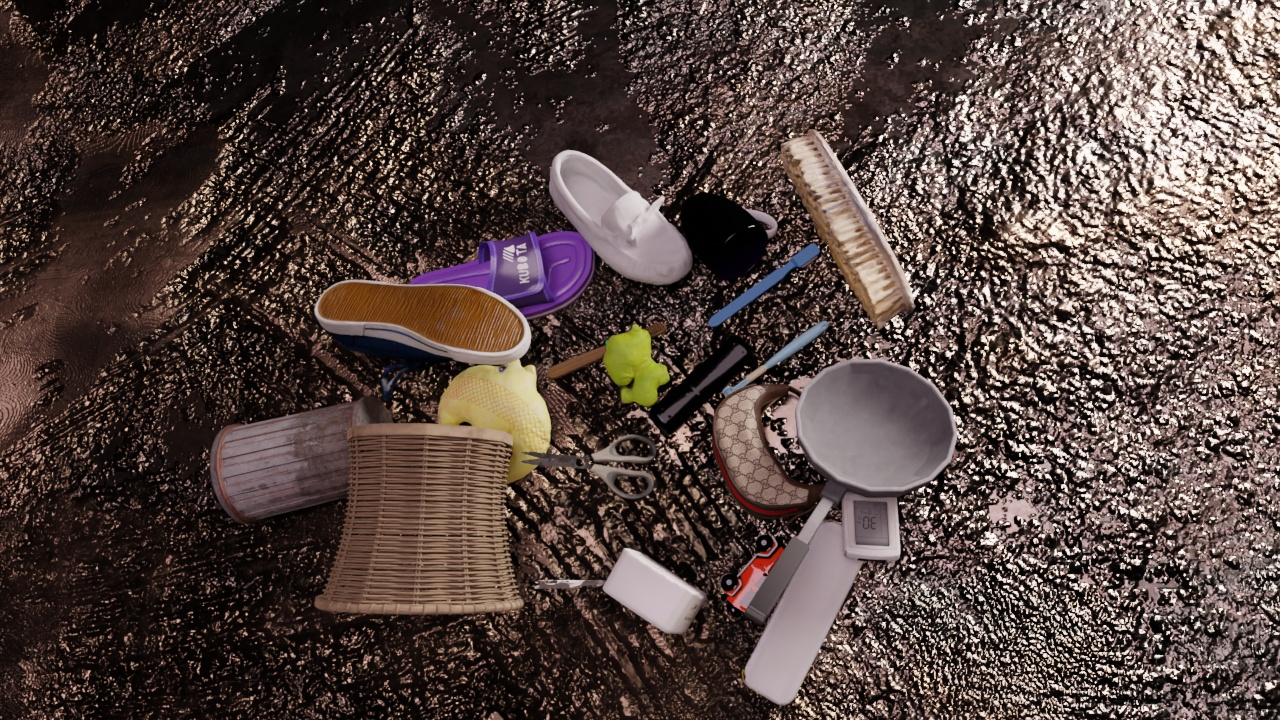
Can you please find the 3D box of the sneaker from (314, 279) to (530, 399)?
[{"bbox_3d":[-0.272,-0.022,1.188,0.295,0.127,0.120,8,55,18],"label":"sneaker"}]

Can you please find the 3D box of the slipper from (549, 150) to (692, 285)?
[{"bbox_3d":[-0.028,-0.189,1.197,0.112,0.074,0.247,-44,69,-6],"label":"slipper"}]

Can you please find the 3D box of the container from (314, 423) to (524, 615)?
[{"bbox_3d":[-0.245,0.180,1.046,0.227,0.227,0.196,-2,79,13],"label":"container"}]

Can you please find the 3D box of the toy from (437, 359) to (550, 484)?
[{"bbox_3d":[-0.184,0.068,1.167,0.170,0.064,0.155,28,96,24],"label":"toy"}]

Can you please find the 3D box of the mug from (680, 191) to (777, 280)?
[{"bbox_3d":[0.113,-0.169,1.164,0.118,0.085,0.100,-21,53,-25],"label":"mug"}]

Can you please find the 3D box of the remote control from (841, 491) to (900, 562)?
[{"bbox_3d":[0.257,0.160,1.032,0.060,0.025,0.138,3,59,5],"label":"remote control"}]

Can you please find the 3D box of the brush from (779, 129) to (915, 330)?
[{"bbox_3d":[0.250,-0.163,1.119,0.057,0.083,0.271,-26,70,4],"label":"brush"}]

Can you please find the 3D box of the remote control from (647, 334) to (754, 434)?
[{"bbox_3d":[0.074,0.029,1.137,0.152,0.020,0.041,-42,70,-3],"label":"remote control"}]

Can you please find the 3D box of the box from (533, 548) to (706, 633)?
[{"bbox_3d":[-0.020,0.252,1.047,0.191,0.110,0.083,12,76,18],"label":"box"}]

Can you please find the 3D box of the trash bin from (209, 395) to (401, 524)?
[{"bbox_3d":[-0.431,0.127,1.172,0.211,0.131,0.130,-13,71,8],"label":"trash bin"}]

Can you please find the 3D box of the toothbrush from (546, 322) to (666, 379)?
[{"bbox_3d":[-0.044,-0.013,1.181,0.167,0.016,0.016,-23,69,7],"label":"toothbrush"}]

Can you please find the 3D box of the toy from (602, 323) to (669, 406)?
[{"bbox_3d":[-0.007,0.007,1.152,0.093,0.036,0.094,29,93,6],"label":"toy"}]

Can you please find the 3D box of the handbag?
[{"bbox_3d":[0.161,0.107,1.075,0.138,0.063,0.166,-20,68,-4],"label":"handbag"}]

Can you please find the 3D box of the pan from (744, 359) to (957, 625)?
[{"bbox_3d":[0.213,0.140,0.999,0.179,0.041,0.356,28,59,22],"label":"pan"}]

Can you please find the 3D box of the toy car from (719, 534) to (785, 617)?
[{"bbox_3d":[0.132,0.244,1.041,0.049,0.051,0.100,41,87,24],"label":"toy car"}]

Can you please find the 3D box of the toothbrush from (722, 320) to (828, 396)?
[{"bbox_3d":[0.167,-0.001,1.126,0.155,0.016,0.022,-37,101,1],"label":"toothbrush"}]

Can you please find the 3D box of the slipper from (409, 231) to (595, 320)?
[{"bbox_3d":[-0.195,-0.109,1.209,0.267,0.084,0.107,-13,71,9],"label":"slipper"}]

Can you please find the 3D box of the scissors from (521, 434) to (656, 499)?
[{"bbox_3d":[-0.060,0.135,1.117,0.169,0.013,0.131,-23,76,-13],"label":"scissors"}]

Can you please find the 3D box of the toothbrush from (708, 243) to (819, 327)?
[{"bbox_3d":[0.156,-0.093,1.161,0.167,0.014,0.016,-36,69,5],"label":"toothbrush"}]

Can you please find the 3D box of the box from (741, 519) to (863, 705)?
[{"bbox_3d":[0.186,0.281,1.030,0.064,0.033,0.209,27,82,16],"label":"box"}]
